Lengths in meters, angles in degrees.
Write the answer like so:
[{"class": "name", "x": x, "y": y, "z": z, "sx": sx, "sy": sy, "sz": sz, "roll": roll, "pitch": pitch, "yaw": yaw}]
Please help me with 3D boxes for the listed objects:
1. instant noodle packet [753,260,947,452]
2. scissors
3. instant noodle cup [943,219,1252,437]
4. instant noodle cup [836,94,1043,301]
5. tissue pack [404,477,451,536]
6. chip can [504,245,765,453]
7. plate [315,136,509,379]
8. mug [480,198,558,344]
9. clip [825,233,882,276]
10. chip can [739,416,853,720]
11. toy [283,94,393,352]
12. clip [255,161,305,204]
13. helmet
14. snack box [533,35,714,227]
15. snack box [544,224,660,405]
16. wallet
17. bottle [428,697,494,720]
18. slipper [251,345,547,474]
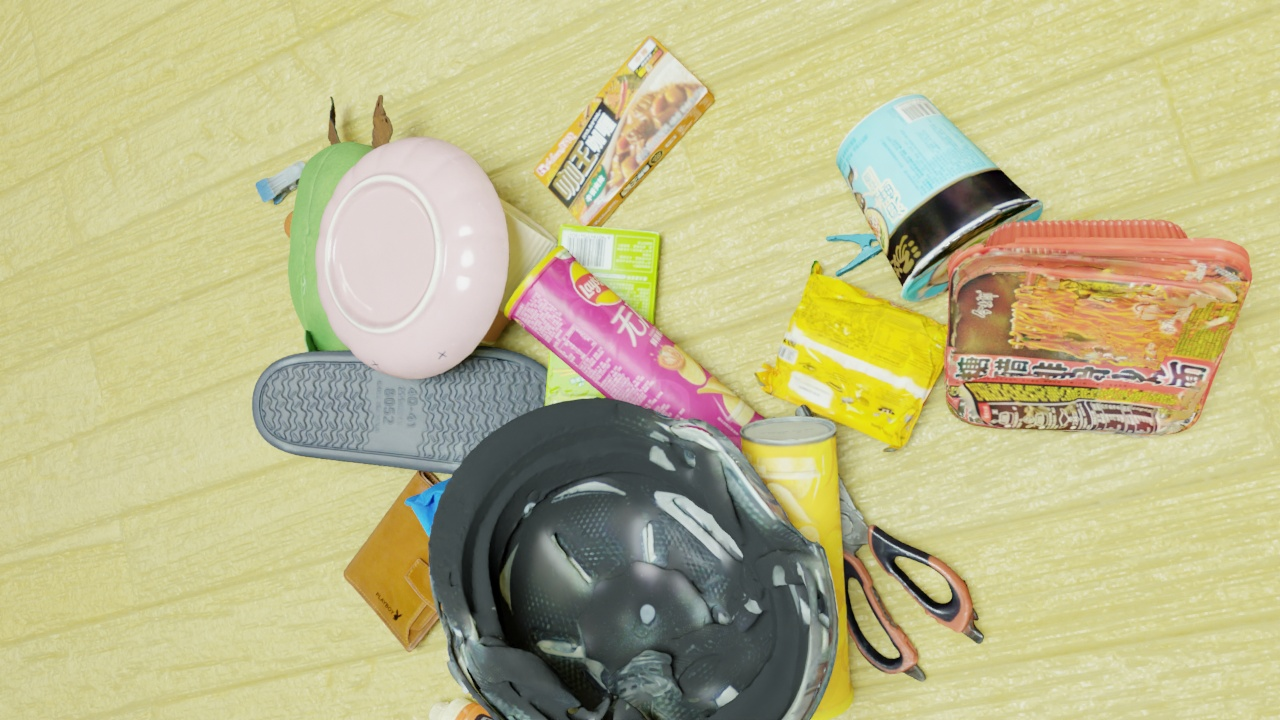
[{"class": "instant noodle packet", "x": 0.163, "y": -0.003, "z": 0.699, "sx": 0.128, "sy": 0.044, "sz": 0.111, "roll": 27, "pitch": 100, "yaw": 21}, {"class": "scissors", "x": 0.172, "y": 0.133, "z": 0.687, "sx": 0.206, "sy": 0.015, "sz": 0.202, "roll": 15, "pitch": 107, "yaw": 26}, {"class": "instant noodle cup", "x": 0.287, "y": -0.028, "z": 0.604, "sx": 0.165, "sy": 0.189, "sz": 0.078, "roll": 3, "pitch": 54, "yaw": 19}, {"class": "instant noodle cup", "x": 0.204, "y": -0.122, "z": 0.662, "sx": 0.111, "sy": 0.111, "sz": 0.120, "roll": -36, "pitch": 68, "yaw": 16}, {"class": "tissue pack", "x": -0.111, "y": 0.138, "z": 0.770, "sx": 0.157, "sy": 0.094, "sz": 0.052, "roll": 17, "pitch": 100, "yaw": 20}, {"class": "chip can", "x": -0.004, "y": 0.004, "z": 0.718, "sx": 0.210, "sy": 0.071, "sz": 0.071, "roll": 40, "pitch": 102, "yaw": 0}, {"class": "plate", "x": -0.190, "y": -0.081, "z": 0.715, "sx": 0.193, "sy": 0.039, "sz": 0.192, "roll": 0, "pitch": 90, "yaw": 29}, {"class": "mug", "x": -0.133, "y": -0.079, "z": 0.774, "sx": 0.081, "sy": 0.114, "sz": 0.106, "roll": 37, "pitch": 98, "yaw": 6}, {"class": "clip", "x": 0.174, "y": -0.089, "z": 0.714, "sx": 0.054, "sy": 0.013, "sz": 0.033, "roll": -17, "pitch": 84, "yaw": 19}, {"class": "chip can", "x": 0.115, "y": 0.151, "z": 0.673, "sx": 0.072, "sy": 0.072, "sz": 0.213, "roll": -1, "pitch": 101, "yaw": 20}, {"class": "toy", "x": -0.266, "y": -0.116, "z": 0.835, "sx": 0.227, "sy": 0.089, "sz": 0.247, "roll": 20, "pitch": 103, "yaw": 42}, {"class": "clip", "x": -0.349, "y": -0.177, "z": 0.907, "sx": 0.058, "sy": 0.042, "sz": 0.026, "roll": -28, "pitch": 78, "yaw": 14}, {"class": "helmet", "x": -0.001, "y": 0.166, "z": 0.616, "sx": 0.274, "sy": 0.157, "sz": 0.229, "roll": 35, "pitch": 68, "yaw": 30}, {"class": "snack box", "x": -0.016, "y": -0.191, "z": 0.779, "sx": 0.154, "sy": 0.026, "sz": 0.075, "roll": -46, "pitch": 74, "yaw": 13}, {"class": "snack box", "x": -0.031, "y": -0.032, "z": 0.768, "sx": 0.086, "sy": 0.026, "sz": 0.156, "roll": 4, "pitch": 90, "yaw": 2}, {"class": "wallet", "x": -0.198, "y": 0.186, "z": 0.836, "sx": 0.119, "sy": 0.035, "sz": 0.131, "roll": 43, "pitch": 103, "yaw": 22}, {"class": "bottle", "x": -0.121, "y": 0.329, "z": 0.789, "sx": 0.150, "sy": 0.066, "sz": 0.067, "roll": 13, "pitch": 93, "yaw": 27}, {"class": "slipper", "x": -0.192, "y": 0.040, "z": 0.802, "sx": 0.268, "sy": 0.083, "sz": 0.110, "roll": 4, "pitch": 88, "yaw": -6}]
